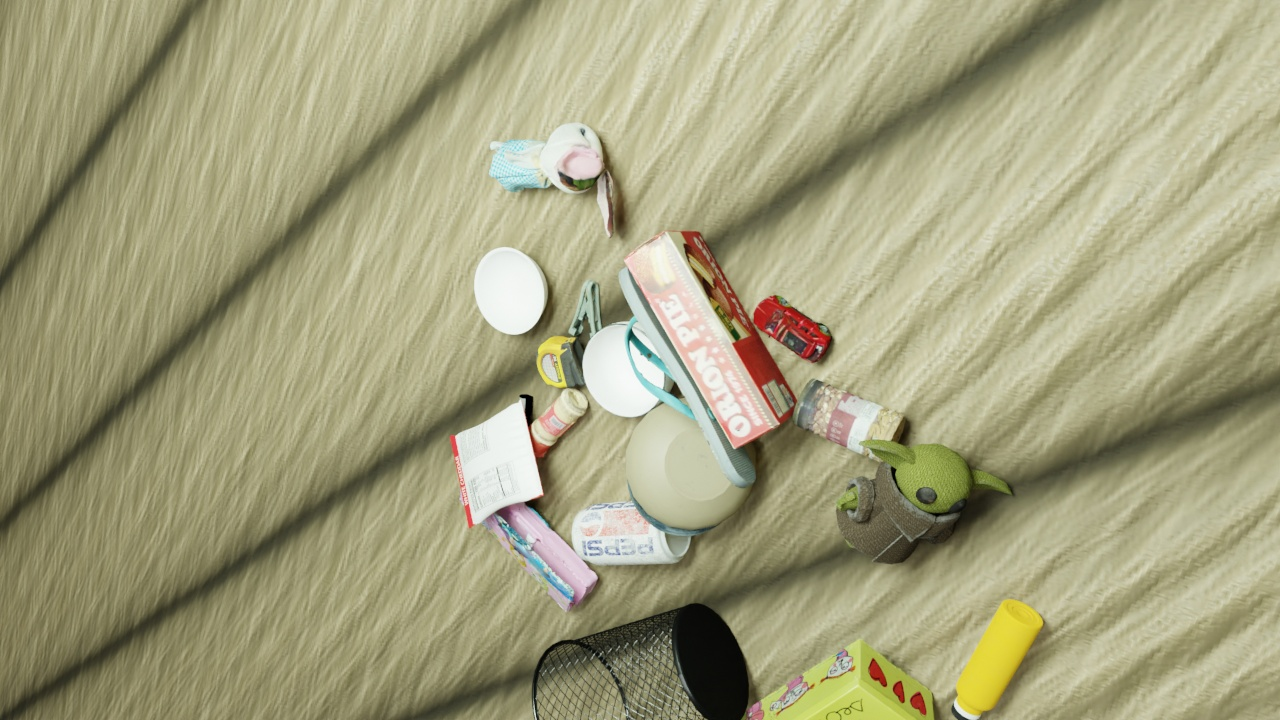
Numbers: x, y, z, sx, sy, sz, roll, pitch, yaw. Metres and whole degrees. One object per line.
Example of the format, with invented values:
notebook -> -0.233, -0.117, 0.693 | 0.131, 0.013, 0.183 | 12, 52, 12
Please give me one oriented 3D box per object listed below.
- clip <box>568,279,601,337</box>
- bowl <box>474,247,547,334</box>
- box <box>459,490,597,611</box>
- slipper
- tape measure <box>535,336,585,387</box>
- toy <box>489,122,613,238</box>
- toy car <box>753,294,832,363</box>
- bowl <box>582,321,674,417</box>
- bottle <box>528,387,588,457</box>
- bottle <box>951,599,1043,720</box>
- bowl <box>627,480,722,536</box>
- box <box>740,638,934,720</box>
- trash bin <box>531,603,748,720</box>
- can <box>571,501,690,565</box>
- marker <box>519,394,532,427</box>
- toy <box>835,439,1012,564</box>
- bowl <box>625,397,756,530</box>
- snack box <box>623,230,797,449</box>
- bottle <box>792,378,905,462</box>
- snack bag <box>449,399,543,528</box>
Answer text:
clip -> -0.065, -0.064, 1.135 | 0.059, 0.023, 0.076 | 17, 113, 25
bowl -> -0.156, -0.091, 1.170 | 0.110, 0.040, 0.110 | 8, 107, 29
box -> -0.162, 0.245, 1.246 | 0.230, 0.053, 0.085 | 42, 135, 15
slipper -> 0.041, 0.023, 0.996 | 0.055, 0.098, 0.268 | -33, 81, 22
tape measure -> -0.099, 0.001, 1.160 | 0.064, 0.037, 0.065 | -4, 117, 31
toy -> -0.099, -0.233, 1.087 | 0.205, 0.131, 0.105 | 24, 75, 40
toy car -> 0.163, -0.034, 0.999 | 0.091, 0.036, 0.042 | 40, 120, 23
bowl -> -0.006, 0.006, 1.092 | 0.114, 0.063, 0.113 | 8, 106, 29
bottle -> -0.112, 0.081, 1.188 | 0.044, 0.044, 0.109 | 52, 122, 10
bottle -> 0.367, 0.319, 0.958 | 0.043, 0.043, 0.144 | 28, 115, 22
bowl -> 0.047, 0.136, 1.085 | 0.137, 0.057, 0.137 | 1, 85, -9
box -> 0.212, 0.419, 1.034 | 0.124, 0.080, 0.222 | 39, 123, -11
trash bin -> 0.006, 0.402, 1.126 | 0.211, 0.183, 0.184 | -31, 86, 27
can -> -0.012, 0.214, 1.140 | 0.136, 0.078, 0.078 | -10, 97, 33
marker -> -0.159, 0.114, 1.240 | 0.016, 0.016, 0.141 | 14, 110, 27
toy -> 0.270, 0.146, 0.932 | 0.179, 0.078, 0.153 | 18, 134, -17
bowl -> 0.062, 0.116, 1.032 | 0.152, 0.050, 0.152 | 1, 85, -9
snack box -> 0.081, -0.028, 0.996 | 0.060, 0.113, 0.236 | -31, 86, 22
bottle -> 0.221, 0.064, 0.974 | 0.105, 0.056, 0.056 | 24, 113, 24
snack bag -> -0.193, 0.137, 1.202 | 0.144, 0.039, 0.130 | -27, 69, 33
